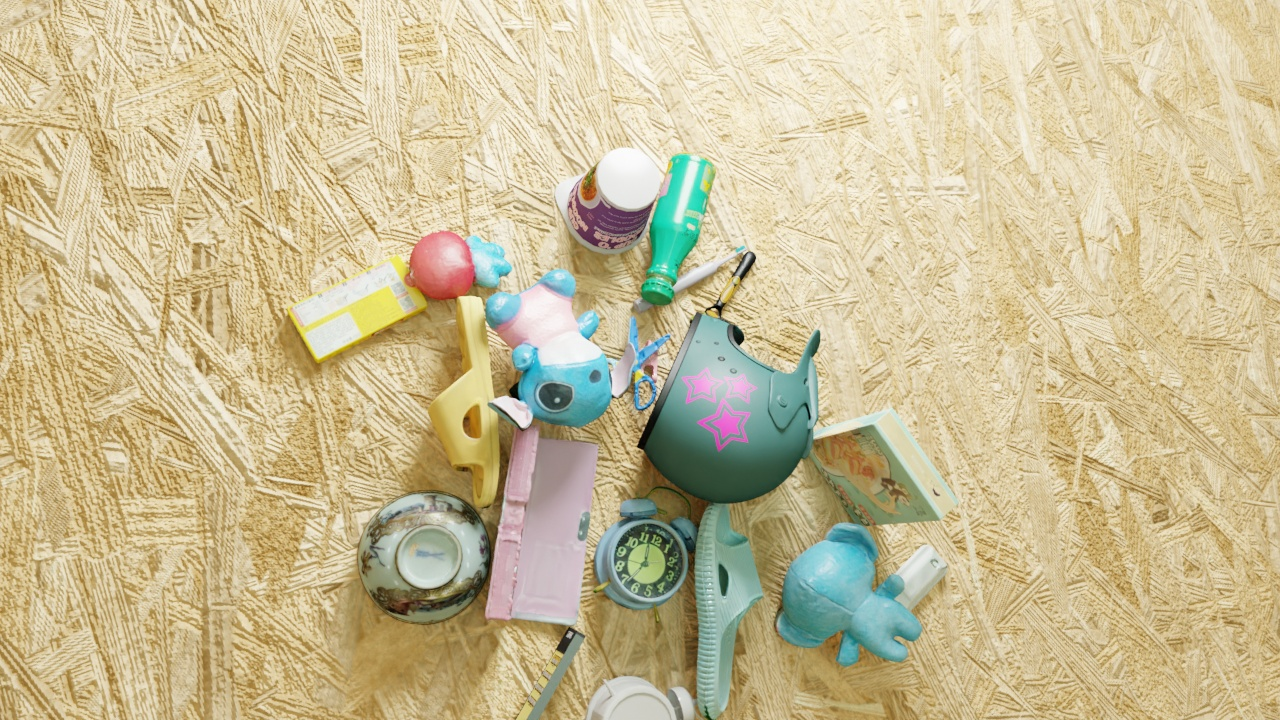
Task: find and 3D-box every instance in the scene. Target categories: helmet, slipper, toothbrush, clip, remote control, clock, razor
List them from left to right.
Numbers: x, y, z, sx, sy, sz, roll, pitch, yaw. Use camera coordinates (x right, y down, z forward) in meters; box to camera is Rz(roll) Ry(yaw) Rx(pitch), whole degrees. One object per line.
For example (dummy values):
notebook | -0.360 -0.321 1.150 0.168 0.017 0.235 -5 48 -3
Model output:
slipper | -0.218 0.050 1.110 0.078 0.100 0.263 -3 76 -14
remote control | -0.110 0.382 1.091 0.013 0.058 0.133 34 72 -7
clock | 0.008 0.448 1.114 0.159 0.061 0.119 24 73 -14
clock | 0.010 0.237 1.153 0.118 0.060 0.161 25 70 -8
clip | 0.016 0.005 1.221 0.045 0.023 0.060 36 74 -11
toothbrush | 0.072 -0.114 1.261 0.187 0.018 0.019 -29 86 -19
razor | 0.121 -0.096 1.272 0.044 0.021 0.144 36 70 -6
slipper | 0.109 0.306 1.140 0.070 0.116 0.276 -1 82 21
helmet | 0.128 0.056 1.159 0.200 0.177 0.273 24 51 2
remote control | 0.366 0.311 1.255 0.133 0.022 0.050 -39 91 -19

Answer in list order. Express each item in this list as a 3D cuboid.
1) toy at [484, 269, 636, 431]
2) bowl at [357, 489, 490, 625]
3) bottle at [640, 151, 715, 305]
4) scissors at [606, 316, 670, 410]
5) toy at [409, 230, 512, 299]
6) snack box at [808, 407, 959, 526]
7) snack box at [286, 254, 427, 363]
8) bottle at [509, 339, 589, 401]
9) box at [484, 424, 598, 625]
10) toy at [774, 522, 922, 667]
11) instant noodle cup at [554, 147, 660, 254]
toy | -0.113 -0.005 1.109 0.223 0.099 0.191 -23 83 -39
bowl | -0.248 0.228 1.065 0.159 0.094 0.159 3 78 -15
bottle | 0.046 -0.176 1.235 0.068 0.068 0.209 19 71 -11
scissors | -0.017 0.004 1.205 0.123 0.016 0.125 0 80 -2
toy | -0.229 -0.122 1.161 0.132 0.062 0.092 -9 73 -32
snack box | 0.301 0.142 1.180 0.044 0.194 0.141 -34 90 -21
snack box | -0.348 -0.065 1.133 0.152 0.025 0.075 -30 88 -18
bottle | -0.114 0.010 1.178 0.122 0.033 0.033 -43 92 -19
box | -0.113 0.200 1.109 0.115 0.107 0.232 8 75 -4
toy | 0.273 0.311 1.187 0.180 0.114 0.183 31 95 11
instant noodle cup | -0.037 -0.218 1.197 0.137 0.122 0.121 23 74 -10
